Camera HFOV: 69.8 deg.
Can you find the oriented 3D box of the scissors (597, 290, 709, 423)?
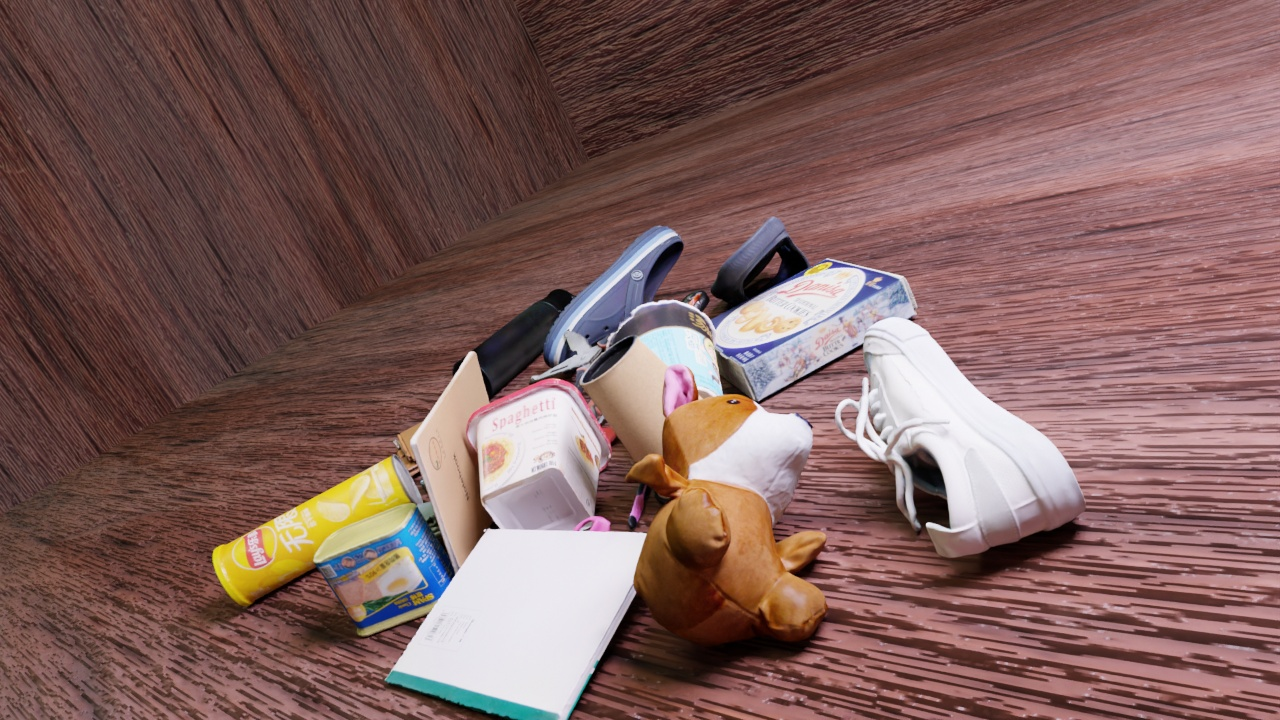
[{"bbox_3d":[0.003,-0.002,1.042,0.232,0.021,0.221,-47,12,-7],"label":"scissors"}]

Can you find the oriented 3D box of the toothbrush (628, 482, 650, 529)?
[{"bbox_3d":[0.007,0.098,0.834,0.018,0.014,0.188,-30,16,23],"label":"toothbrush"}]

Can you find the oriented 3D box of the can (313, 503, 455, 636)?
[{"bbox_3d":[-0.220,0.181,0.801,0.102,0.083,0.057,-22,18,12],"label":"can"}]

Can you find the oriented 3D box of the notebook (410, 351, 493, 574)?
[{"bbox_3d":[-0.162,0.094,0.864,0.008,0.148,0.207,-11,20,8],"label":"notebook"}]

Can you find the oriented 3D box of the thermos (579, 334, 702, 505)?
[{"bbox_3d":[0.019,0.051,0.759,0.093,0.143,0.093,-37,15,11],"label":"thermos"}]

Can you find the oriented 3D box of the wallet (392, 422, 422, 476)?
[{"bbox_3d":[-0.261,0.099,1.173,0.107,0.031,0.132,-28,17,-15],"label":"wallet"}]

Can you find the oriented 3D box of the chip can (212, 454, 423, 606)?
[{"bbox_3d":[-0.345,0.183,0.992,0.213,0.072,0.072,-28,18,-7],"label":"chip can"}]

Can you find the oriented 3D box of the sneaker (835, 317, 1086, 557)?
[{"bbox_3d":[0.188,0.050,0.615,0.091,0.089,0.242,-30,24,4],"label":"sneaker"}]

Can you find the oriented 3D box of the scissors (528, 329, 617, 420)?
[{"bbox_3d":[-0.051,-0.004,1.060,0.189,0.015,0.223,-41,29,7],"label":"scissors"}]

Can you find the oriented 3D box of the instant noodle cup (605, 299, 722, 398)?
[{"bbox_3d":[0.030,0.021,0.863,0.111,0.111,0.120,-24,36,6],"label":"instant noodle cup"}]

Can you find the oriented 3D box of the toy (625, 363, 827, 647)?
[{"bbox_3d":[0.060,0.085,0.605,0.131,0.140,0.199,-38,18,22],"label":"toy"}]

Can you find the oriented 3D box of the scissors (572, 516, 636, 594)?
[{"bbox_3d":[-0.049,0.170,0.682,0.135,0.017,0.133,-3,42,41],"label":"scissors"}]

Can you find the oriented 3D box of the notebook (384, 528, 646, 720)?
[{"bbox_3d":[-0.091,0.186,0.674,0.210,0.012,0.150,-9,39,46],"label":"notebook"}]

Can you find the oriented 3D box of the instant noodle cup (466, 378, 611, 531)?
[{"bbox_3d":[-0.092,0.098,0.831,0.116,0.117,0.124,-23,31,10],"label":"instant noodle cup"}]

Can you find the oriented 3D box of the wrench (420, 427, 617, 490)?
[{"bbox_3d":[-0.136,0.105,1.007,0.274,0.016,0.056,-15,23,31],"label":"wrench"}]

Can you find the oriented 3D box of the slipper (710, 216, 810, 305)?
[{"bbox_3d":[0.145,-0.099,1.080,0.111,0.083,0.268,-45,-4,4],"label":"slipper"}]

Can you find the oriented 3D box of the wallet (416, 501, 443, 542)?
[{"bbox_3d":[-0.210,0.164,0.896,0.107,0.037,0.129,-19,4,18],"label":"wallet"}]

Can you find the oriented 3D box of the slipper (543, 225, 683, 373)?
[{"bbox_3d":[-0.022,-0.069,1.223,0.252,0.095,0.105,-48,-19,-13],"label":"slipper"}]

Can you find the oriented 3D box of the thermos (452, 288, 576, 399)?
[{"bbox_3d":[-0.168,-0.032,1.345,0.090,0.068,0.241,-17,20,40],"label":"thermos"}]

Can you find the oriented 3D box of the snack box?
[{"bbox_3d":[0.160,-0.039,0.948,0.182,0.046,0.178,-29,17,-5],"label":"snack box"}]
